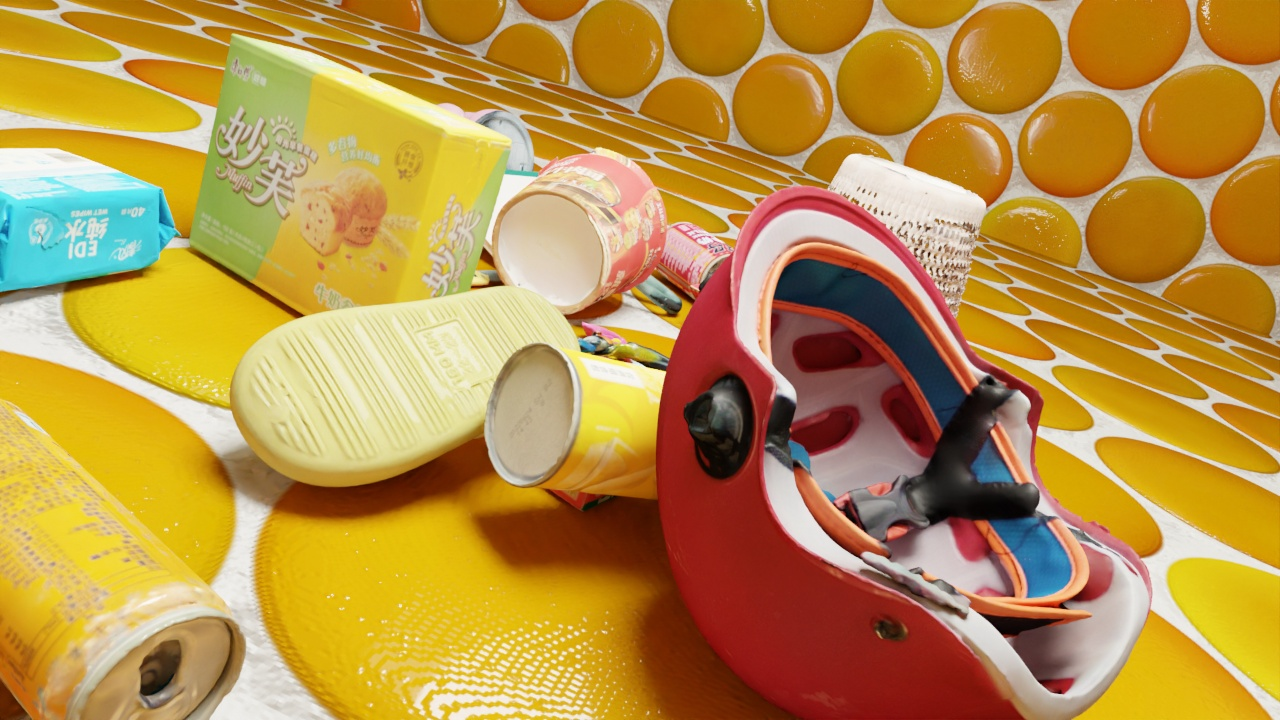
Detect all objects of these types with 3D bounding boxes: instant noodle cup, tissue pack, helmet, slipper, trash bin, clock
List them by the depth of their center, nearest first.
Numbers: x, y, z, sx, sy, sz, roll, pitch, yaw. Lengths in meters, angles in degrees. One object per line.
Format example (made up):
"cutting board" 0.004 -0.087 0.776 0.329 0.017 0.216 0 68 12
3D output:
"helmet" 0.088 0.056 0.412 0.206 0.144 0.240 0 57 -44
"slipper" -0.118 0.019 0.487 0.190 0.082 0.091 -20 67 -39
"tissue pack" -0.364 -0.085 0.554 0.090 0.063 0.139 21 19 11
"instant noodle cup" -0.057 -0.105 0.799 0.138 0.138 0.108 23 29 11
"trash bin" 0.254 -0.104 0.968 0.227 0.192 0.227 17 20 -6
"clock" -0.186 -0.212 0.979 0.060 0.117 0.158 18 15 31

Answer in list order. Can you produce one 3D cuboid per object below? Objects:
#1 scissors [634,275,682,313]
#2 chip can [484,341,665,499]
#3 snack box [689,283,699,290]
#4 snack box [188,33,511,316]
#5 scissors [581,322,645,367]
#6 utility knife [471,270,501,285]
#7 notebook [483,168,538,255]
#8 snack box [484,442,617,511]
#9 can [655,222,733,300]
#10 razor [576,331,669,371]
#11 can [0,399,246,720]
"scissors" -0.013 -0.102 0.919 0.179 0.019 0.170 49 15 23
"chip can" 0.023 0.043 0.497 0.213 0.072 0.072 14 18 -43
"snack box" 0.117 -0.029 0.864 0.127 0.044 0.113 31 24 27
"snack box" -0.205 -0.112 0.629 0.210 0.158 0.069 28 18 24
"scissors" -0.005 0.004 0.713 0.133 0.017 0.135 34 22 27
"utility knife" -0.165 -0.070 0.773 0.031 0.022 0.212 39 23 32
"notebook" -0.108 -0.148 0.949 0.150 0.012 0.208 50 31 19
"snack box" -0.016 0.045 0.573 0.077 0.027 0.155 30 23 26
"can" 0.064 -0.101 0.971 0.066 0.067 0.094 4 24 -35
"razor" 0.010 0.003 0.671 0.142 0.022 0.043 20 -10 -24
"can" -0.198 0.068 0.306 0.146 0.058 0.058 29 22 26
